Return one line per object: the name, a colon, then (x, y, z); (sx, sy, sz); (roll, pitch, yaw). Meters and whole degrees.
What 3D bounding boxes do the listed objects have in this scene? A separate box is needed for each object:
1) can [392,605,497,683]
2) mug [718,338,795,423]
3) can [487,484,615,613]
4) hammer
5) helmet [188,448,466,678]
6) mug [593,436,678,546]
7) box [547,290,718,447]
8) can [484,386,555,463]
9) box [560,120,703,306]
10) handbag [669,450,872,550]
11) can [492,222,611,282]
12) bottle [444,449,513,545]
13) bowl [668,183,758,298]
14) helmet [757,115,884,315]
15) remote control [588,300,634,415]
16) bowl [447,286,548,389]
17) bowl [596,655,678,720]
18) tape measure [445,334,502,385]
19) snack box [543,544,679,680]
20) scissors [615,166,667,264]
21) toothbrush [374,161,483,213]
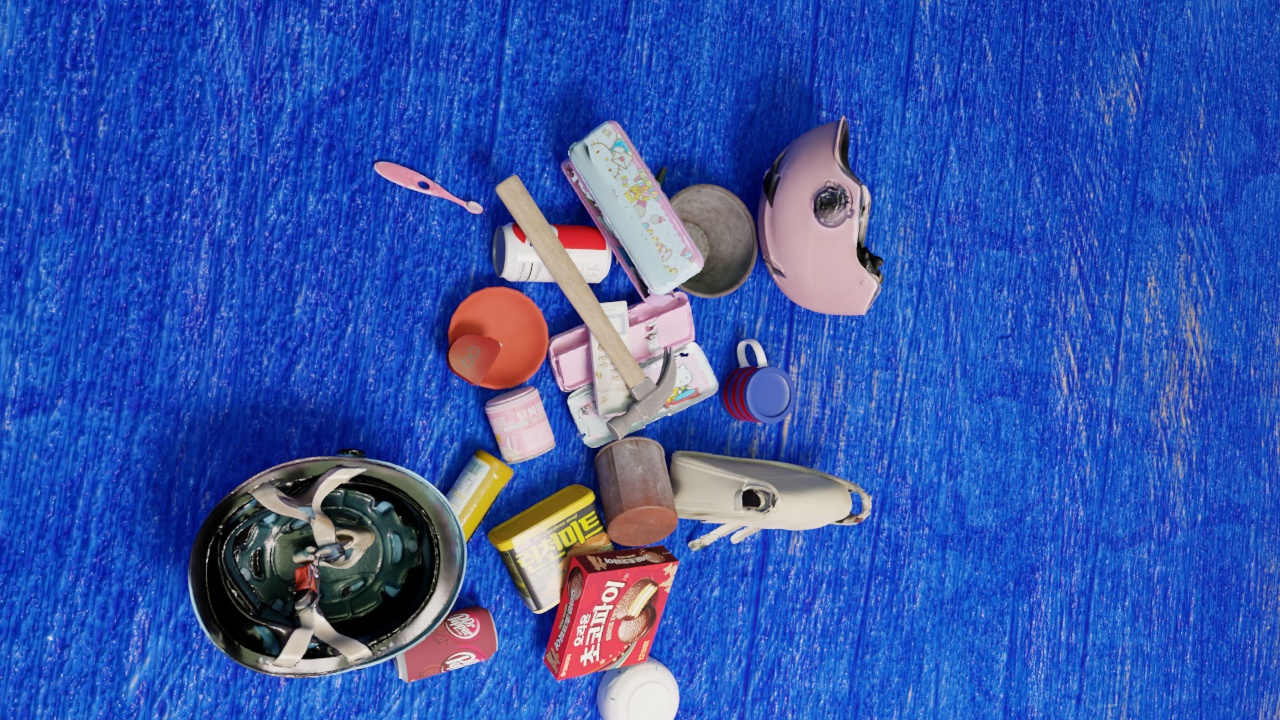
can: (-0.228, 0.328, 1.066); (0.114, 0.063, 0.063); (-10, 94, -23)
mug: (0.153, 0.027, 1.222); (0.074, 0.076, 0.112); (-7, 93, -23)
can: (-0.103, 0.228, 1.117); (0.130, 0.073, 0.101); (-28, 103, -21)
hammer: (-0.069, -0.070, 1.087); (0.119, 0.031, 0.331); (-38, 103, -18)
helmet: (-0.321, 0.204, 0.968); (0.265, 0.167, 0.225); (0, 88, -15)
mug: (-0.003, 0.171, 1.134); (0.096, 0.110, 0.123); (-11, 139, 5)
box: (-0.011, 0.007, 1.169); (0.201, 0.059, 0.155); (-22, 100, -21)
can: (-0.144, 0.076, 1.101); (0.067, 0.067, 0.076); (-22, 99, -22)
box: (-0.002, -0.177, 1.102); (0.093, 0.089, 0.214); (-34, 81, 18)
handbag: (0.156, 0.194, 1.177); (0.228, 0.184, 0.132); (6, 90, -40)
can: (-0.107, -0.130, 1.116); (0.132, 0.070, 0.070); (-1, 90, -23)
bottle: (-0.220, 0.195, 1.076); (0.053, 0.053, 0.186); (37, 76, -19)
bowl: (0.073, -0.151, 1.194); (0.144, 0.067, 0.145); (0, 90, -23)
helmet: (0.233, -0.182, 1.199); (0.153, 0.229, 0.255); (-6, 106, 20)
remote control: (-0.035, -0.003, 1.121); (0.050, 0.011, 0.136); (-8, 95, -22)
bowl: (-0.174, -0.026, 1.106); (0.121, 0.035, 0.122); (0, 90, -23)
bowl: (0.002, 0.433, 1.169); (0.104, 0.054, 0.105); (0, 90, -22)
tape measure: (-0.196, -0.007, 1.066); (0.051, 0.019, 0.058); (35, 70, -17)
snack box: (-0.035, 0.304, 1.115); (0.132, 0.036, 0.152); (2, 114, -37)
scissors: (-0.011, -0.205, 1.185); (0.150, 0.019, 0.120); (-35, 103, -18)
toothbrush: (-0.249, -0.204, 1.086); (0.135, 0.016, 0.021); (21, 81, -22)
